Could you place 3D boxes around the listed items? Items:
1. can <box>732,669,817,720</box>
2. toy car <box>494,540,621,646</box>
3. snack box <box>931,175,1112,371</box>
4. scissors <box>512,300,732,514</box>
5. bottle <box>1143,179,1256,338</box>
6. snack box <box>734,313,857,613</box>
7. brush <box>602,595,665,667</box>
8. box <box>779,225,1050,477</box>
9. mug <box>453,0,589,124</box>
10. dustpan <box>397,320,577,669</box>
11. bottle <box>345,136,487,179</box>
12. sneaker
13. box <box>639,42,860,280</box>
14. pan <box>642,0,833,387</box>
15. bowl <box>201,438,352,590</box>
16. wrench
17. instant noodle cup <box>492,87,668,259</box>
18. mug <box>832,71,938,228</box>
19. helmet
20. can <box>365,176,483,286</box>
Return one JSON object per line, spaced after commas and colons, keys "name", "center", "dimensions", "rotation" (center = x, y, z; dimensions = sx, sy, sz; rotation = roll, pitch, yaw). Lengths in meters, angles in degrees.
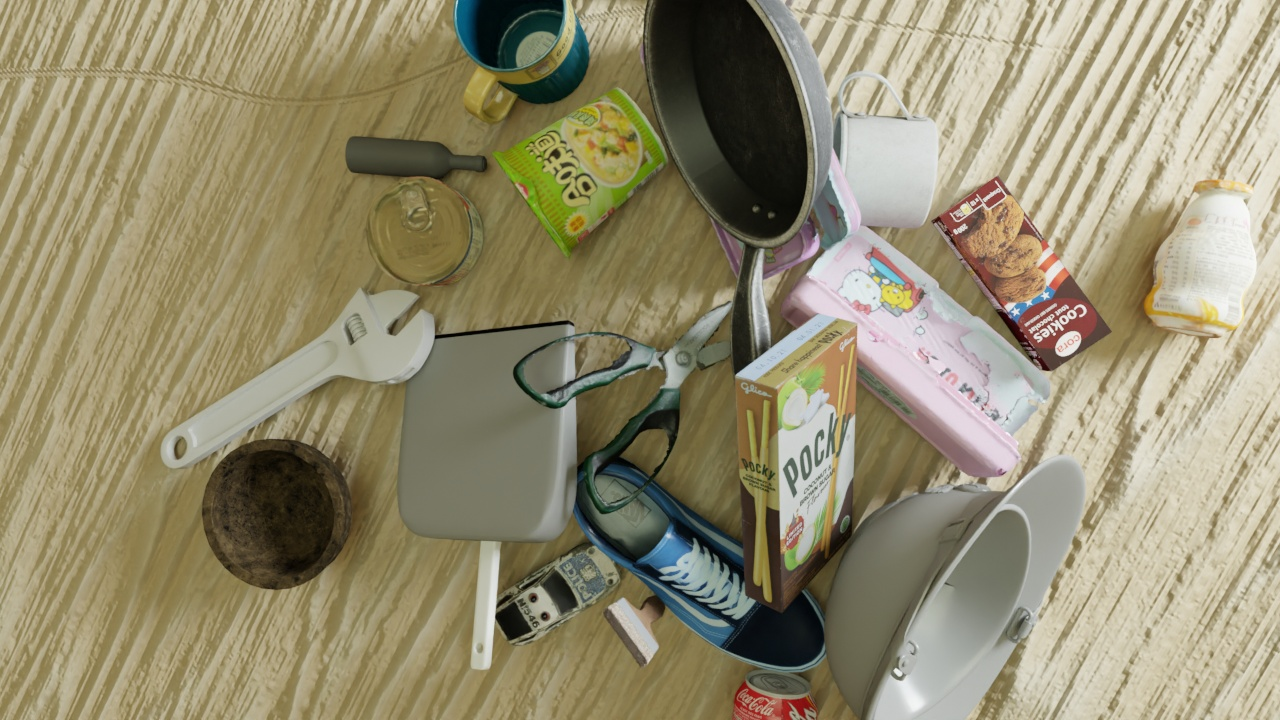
{"name": "can", "center": [0.101, 0.299, 0.709], "dimensions": [0.064, 0.064, 0.105], "rotation": [6, 93, 7]}
{"name": "toy car", "center": [-0.070, 0.189, 0.741], "dimensions": [0.113, 0.040, 0.048], "rotation": [-33, 88, 7]}
{"name": "snack box", "center": [0.284, -0.064, 0.688], "dimensions": [0.051, 0.031, 0.141], "rotation": [-35, 87, 7]}
{"name": "scissors", "center": [-0.004, -0.001, 0.686], "dimensions": [0.146, 0.015, 0.209], "rotation": [44, 64, -6]}
{"name": "bottle", "center": [0.404, -0.073, 0.656], "dimensions": [0.063, 0.063, 0.109], "rotation": [13, 93, 7]}
{"name": "snack box", "center": [0.112, 0.073, 0.644], "dimensions": [0.032, 0.100, 0.186], "rotation": [18, 127, 36]}
{"name": "brush", "center": [0.004, 0.191, 0.679], "dimensions": [0.008, 0.143, 0.045], "rotation": [-39, 78, 6]}
{"name": "box", "center": [0.210, -0.014, 0.680], "dimensions": [0.202, 0.087, 0.102], "rotation": [41, 84, 5]}
{"name": "mug", "center": [-0.095, -0.233, 0.696], "dimensions": [0.083, 0.107, 0.113], "rotation": [32, 95, 4]}
{"name": "dustpan", "center": [-0.121, 0.104, 0.708], "dimensions": [0.163, 0.033, 0.257], "rotation": [-5, 76, 31]}
{"name": "bottle", "center": [-0.181, -0.164, 0.748], "dimensions": [0.113, 0.030, 0.030], "rotation": [6, 93, 7]}
{"name": "sneaker", "center": [0.039, 0.163, 0.696], "dimensions": [0.241, 0.098, 0.083], "rotation": [38, 96, 5]}
{"name": "box", "center": [0.081, -0.171, 0.668], "dimensions": [0.048, 0.150, 0.214], "rotation": [-23, 89, -26]}
{"name": "pan", "center": [0.074, -0.091, 0.634], "dimensions": [0.055, 0.187, 0.357], "rotation": [-27, 123, -18]}
{"name": "bowl", "center": [-0.290, 0.122, 0.760], "dimensions": [0.121, 0.056, 0.121], "rotation": [0, 92, 8]}
{"name": "wrench", "center": [-0.290, 0.026, 0.767], "dimensions": [0.273, 0.018, 0.086], "rotation": [-31, 71, 10]}
{"name": "instant noodle cup", "center": [-0.042, -0.148, 0.704], "dimensions": [0.108, 0.099, 0.099], "rotation": [-36, 87, -2]}
{"name": "mug", "center": [0.175, -0.151, 0.667], "dimensions": [0.070, 0.084, 0.113], "rotation": [4, 120, 5]}
{"name": "helmet", "center": [0.196, 0.161, 0.661], "dimensions": [0.118, 0.183, 0.271], "rotation": [37, 114, 44]}
{"name": "can", "center": [-0.173, -0.103, 0.743], "dimensions": [0.086, 0.043, 0.086], "rotation": [0, 92, 7]}
